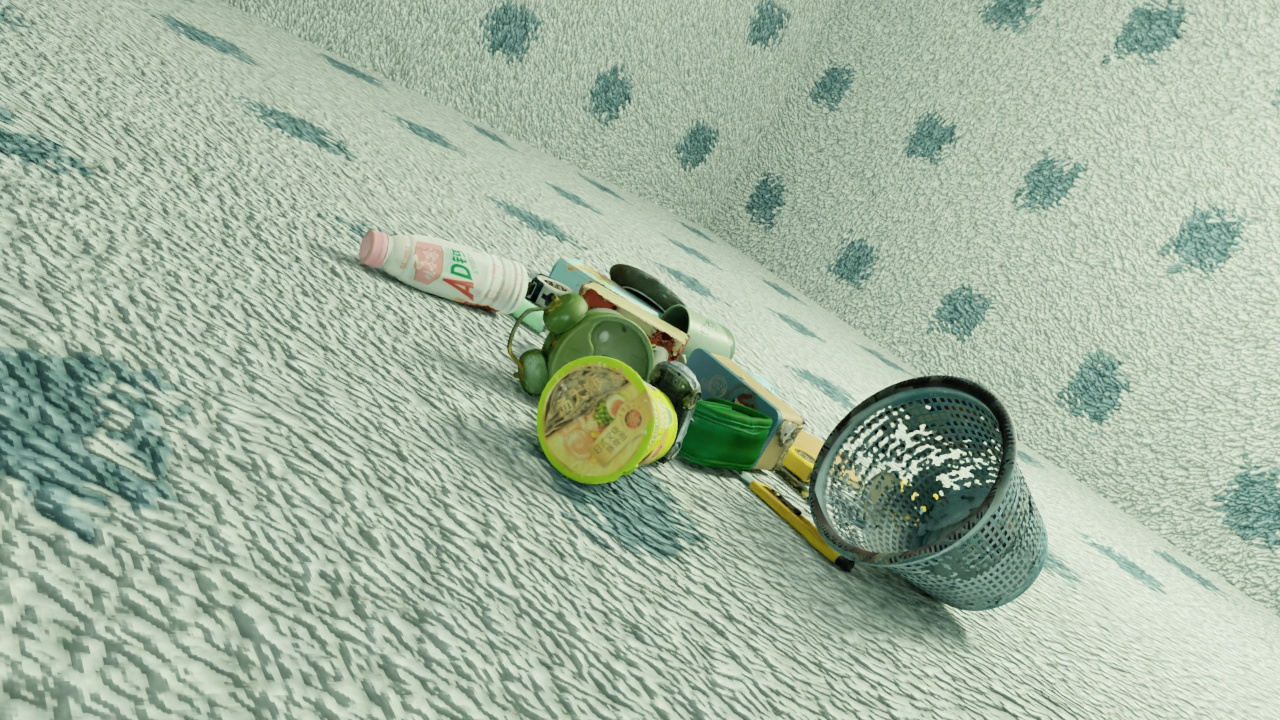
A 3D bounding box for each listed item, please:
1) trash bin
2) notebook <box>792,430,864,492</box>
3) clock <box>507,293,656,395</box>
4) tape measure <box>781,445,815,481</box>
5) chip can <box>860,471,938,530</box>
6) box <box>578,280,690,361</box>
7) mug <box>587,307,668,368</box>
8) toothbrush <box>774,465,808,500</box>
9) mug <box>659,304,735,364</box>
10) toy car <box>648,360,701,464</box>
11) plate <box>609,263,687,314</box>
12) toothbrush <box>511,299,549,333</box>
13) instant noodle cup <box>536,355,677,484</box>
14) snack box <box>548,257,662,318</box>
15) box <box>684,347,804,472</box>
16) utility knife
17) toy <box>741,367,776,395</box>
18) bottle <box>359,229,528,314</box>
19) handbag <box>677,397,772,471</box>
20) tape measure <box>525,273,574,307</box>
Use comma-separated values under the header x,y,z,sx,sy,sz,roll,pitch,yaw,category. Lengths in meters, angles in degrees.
x,y,z,sx,sy,sz,roll,pitch,yaw,category
0.327,0.162,0.984,0.195,0.226,0.226,44,5,-31,trash bin
0.221,0.112,1.336,0.211,0.012,0.149,28,13,-6,notebook
-0.062,-0.003,0.951,0.161,0.116,0.056,26,3,-30,clock
0.207,0.136,1.185,0.060,0.029,0.057,39,17,34,tape measure
0.390,0.212,1.203,0.213,0.072,0.072,23,16,-24,chip can
-0.015,-0.052,1.298,0.168,0.077,0.091,30,13,3,box
-0.030,-0.006,1.060,0.124,0.084,0.103,12,16,1,mug
0.160,0.123,1.158,0.012,0.017,0.186,-21,44,-32,toothbrush
0.086,-0.016,1.389,0.106,0.082,0.111,25,47,-35,mug
0.027,0.052,0.933,0.054,0.121,0.036,36,42,22,toy car
0.016,-0.087,1.476,0.179,0.024,0.180,35,-18,13,plate
-0.145,-0.062,1.168,0.224,0.027,0.027,34,46,16,toothbrush
-0.020,0.057,0.853,0.112,0.112,0.123,35,7,20,instant noodle cup
-0.055,-0.096,1.422,0.175,0.052,0.074,33,13,15,snack box
0.114,0.058,1.150,0.061,0.090,0.184,13,19,-47,box
0.157,0.162,1.016,0.033,0.015,0.215,16,18,-49,utility knife
0.124,0.032,1.319,0.156,0.050,0.161,20,18,1,toy
-0.230,-0.109,1.082,0.196,0.068,0.068,15,20,-36,bottle
0.076,0.071,1.050,0.131,0.068,0.120,11,17,-45,handbag
-0.128,-0.094,1.307,0.066,0.034,0.065,28,15,1,tape measure
